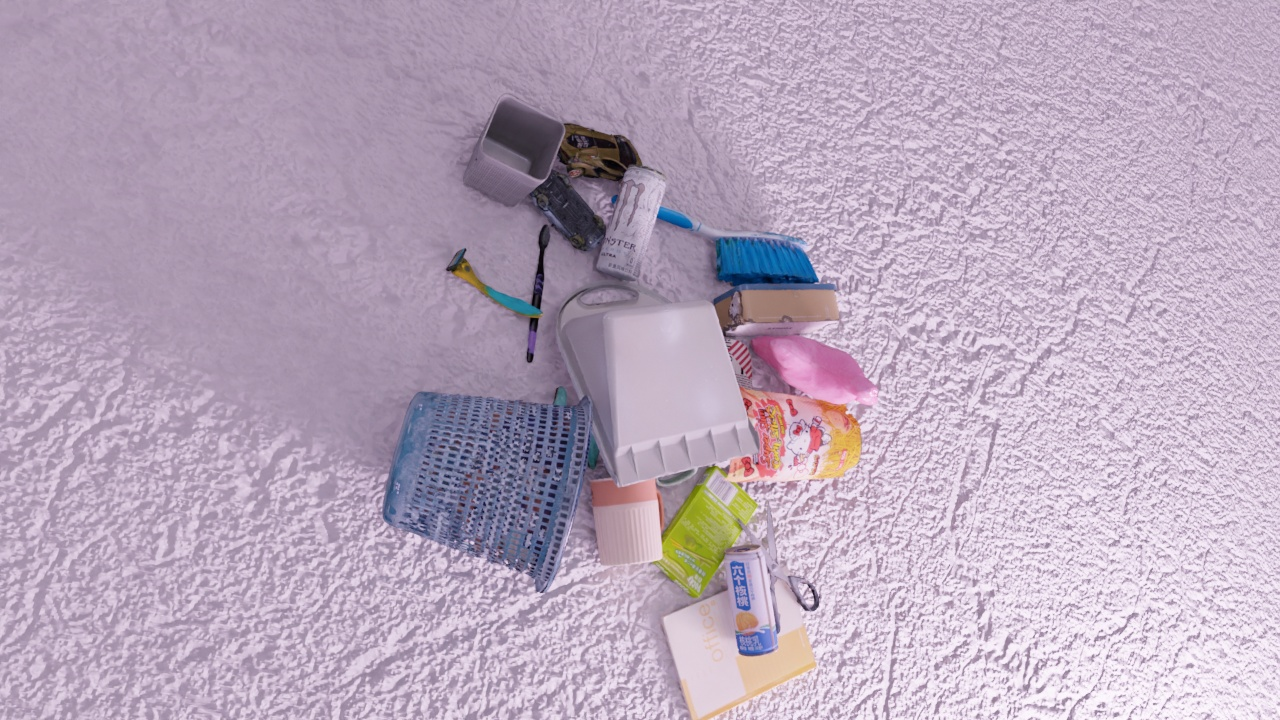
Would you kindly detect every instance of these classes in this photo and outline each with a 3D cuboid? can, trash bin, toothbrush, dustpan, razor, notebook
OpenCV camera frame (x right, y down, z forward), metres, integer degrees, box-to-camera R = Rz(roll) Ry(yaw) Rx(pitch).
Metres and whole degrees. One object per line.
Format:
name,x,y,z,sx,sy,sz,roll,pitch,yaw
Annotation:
can,0.143,0.309,1.189,0.053,0.053,0.134,-8,88,-27
trash bin,-0.174,0.127,1.024,0.195,0.227,0.226,15,72,-9
toothbrush,-0.132,-0.089,1.187,0.014,0.017,0.188,11,76,-24
can,-0.012,-0.182,1.220,0.058,0.058,0.146,18,88,-21
dustpan,0.006,0.013,1.172,0.222,0.143,0.257,-9,89,-32
razor,-0.181,-0.089,1.155,0.132,0.028,0.043,33,36,-13
notebook,0.133,0.374,1.215,0.205,0.010,0.146,-14,85,-28

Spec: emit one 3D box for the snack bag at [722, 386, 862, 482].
snack bag,0.205,0.106,1.262,0.207,0.073,0.128,6,88,-30

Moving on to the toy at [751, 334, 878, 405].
toy,0.242,0.011,1.280,0.195,0.178,0.074,26,90,14

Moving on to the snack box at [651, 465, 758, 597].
snack box,0.084,0.225,1.215,0.086,0.026,0.156,43,64,-12

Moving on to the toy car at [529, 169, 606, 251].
toy car,-0.097,-0.197,1.215,0.120,0.037,0.054,46,60,-15

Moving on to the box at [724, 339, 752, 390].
box,0.119,0.051,1.266,0.070,0.056,0.164,6,76,-12

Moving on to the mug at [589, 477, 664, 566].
mug,-0.008,0.198,1.154,0.114,0.082,0.106,5,77,-55

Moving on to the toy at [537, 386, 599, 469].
toy,-0.089,0.083,1.162,0.091,0.030,0.096,16,69,-24

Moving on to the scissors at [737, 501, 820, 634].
scissors,0.183,0.285,1.237,0.159,0.014,0.177,24,74,-24

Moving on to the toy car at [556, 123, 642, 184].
toy car,-0.053,-0.279,1.235,0.157,0.042,0.070,-1,67,-44

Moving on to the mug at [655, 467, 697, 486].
mug,0.052,0.111,1.198,0.106,0.082,0.112,-2,108,-29

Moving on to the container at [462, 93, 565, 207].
container,-0.164,-0.257,1.151,0.090,0.114,0.090,25,69,-19

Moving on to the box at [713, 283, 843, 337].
box,0.199,-0.072,1.301,0.184,0.090,0.060,-4,80,-29

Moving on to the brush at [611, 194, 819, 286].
brush,0.108,-0.165,1.301,0.314,0.061,0.109,4,72,-23
